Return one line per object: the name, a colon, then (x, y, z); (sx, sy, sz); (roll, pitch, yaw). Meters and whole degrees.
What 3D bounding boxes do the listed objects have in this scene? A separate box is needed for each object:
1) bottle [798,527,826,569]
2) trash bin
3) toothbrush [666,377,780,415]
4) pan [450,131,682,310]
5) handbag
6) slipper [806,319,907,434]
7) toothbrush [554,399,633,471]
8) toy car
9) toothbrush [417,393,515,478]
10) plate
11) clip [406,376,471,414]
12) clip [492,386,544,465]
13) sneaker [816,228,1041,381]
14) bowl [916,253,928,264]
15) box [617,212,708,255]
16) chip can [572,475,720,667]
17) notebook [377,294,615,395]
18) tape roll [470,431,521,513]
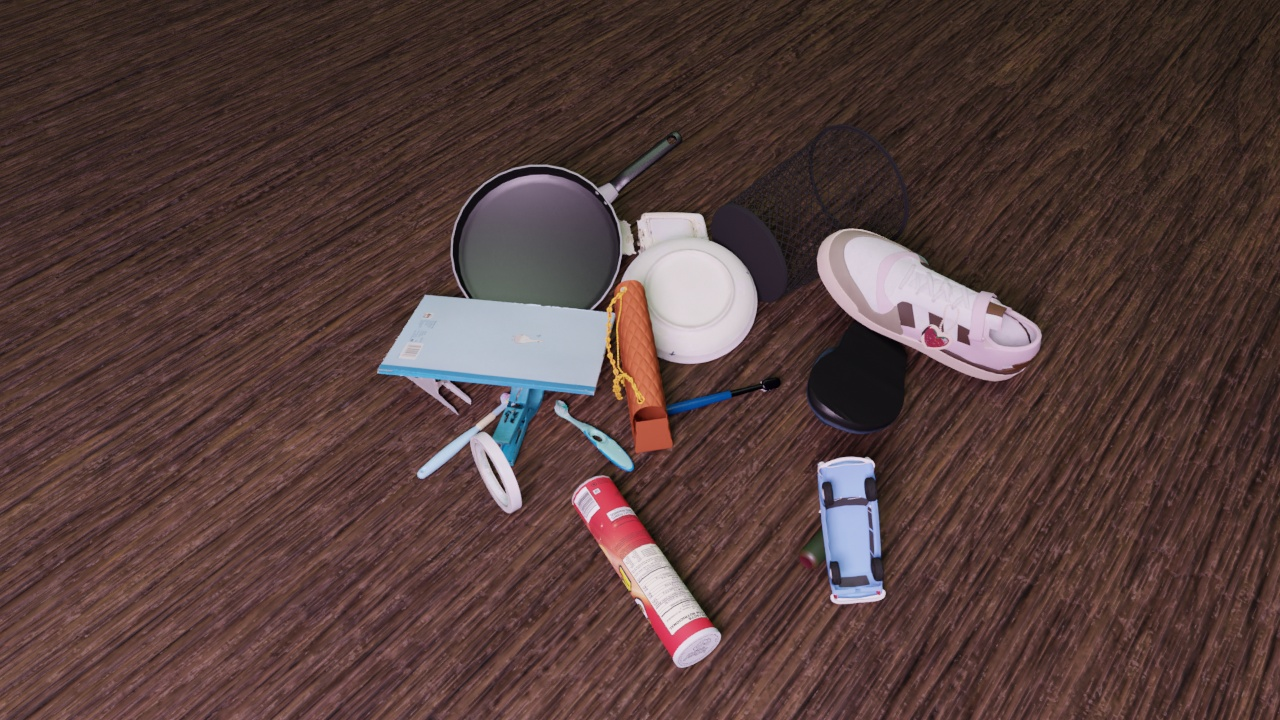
bottle: (0.209, 0.183, 0.985); (0.025, 0.025, 0.105); (34, 55, 28)
trash bin: (0.222, -0.191, 1.249); (0.209, 0.184, 0.184); (-33, 55, -21)
toothbrush: (0.093, 0.046, 1.122); (0.167, 0.014, 0.014); (-14, 82, -10)
pan: (-0.085, -0.188, 1.221); (0.356, 0.034, 0.225); (-39, 82, -4)
handbag: (-0.006, 0.006, 1.071); (0.060, 0.109, 0.171); (-8, 58, -1)
slipper: (0.250, 0.037, 1.093); (0.109, 0.084, 0.264); (34, 30, 7)
toothbrush: (-0.056, 0.087, 1.079); (0.022, 0.017, 0.135); (-32, 54, -32)
toy car: (0.213, 0.169, 0.930); (0.056, 0.153, 0.054); (-6, 9, 5)
toothbrush: (-0.203, 0.088, 1.077); (0.022, 0.016, 0.154); (34, 54, 19)
plate: (0.062, -0.086, 1.191); (0.182, 0.034, 0.182); (0, 69, 0)
clip: (-0.258, 0.026, 1.114); (0.102, 0.060, 0.052); (30, 72, 26)
clip: (-0.142, 0.046, 1.063); (0.030, 0.120, 0.130); (12, 34, 9)
sneaker: (0.355, -0.076, 1.117); (0.294, 0.116, 0.111); (34, 75, 4)
bowl: (0.359, -0.110, 1.246); (0.137, 0.057, 0.136); (0, 46, 0)
box: (0.009, -0.147, 1.261); (0.184, 0.044, 0.143); (-2, 55, -10)
chip can: (0.001, 0.210, 0.939); (0.051, 0.052, 0.214); (-23, 50, -21)
notebook: (-0.167, -0.023, 1.112); (0.253, 0.009, 0.180); (6, 33, 5)
tape roll: (-0.157, 0.121, 0.993); (0.013, 0.093, 0.093); (-26, 52, -24)
